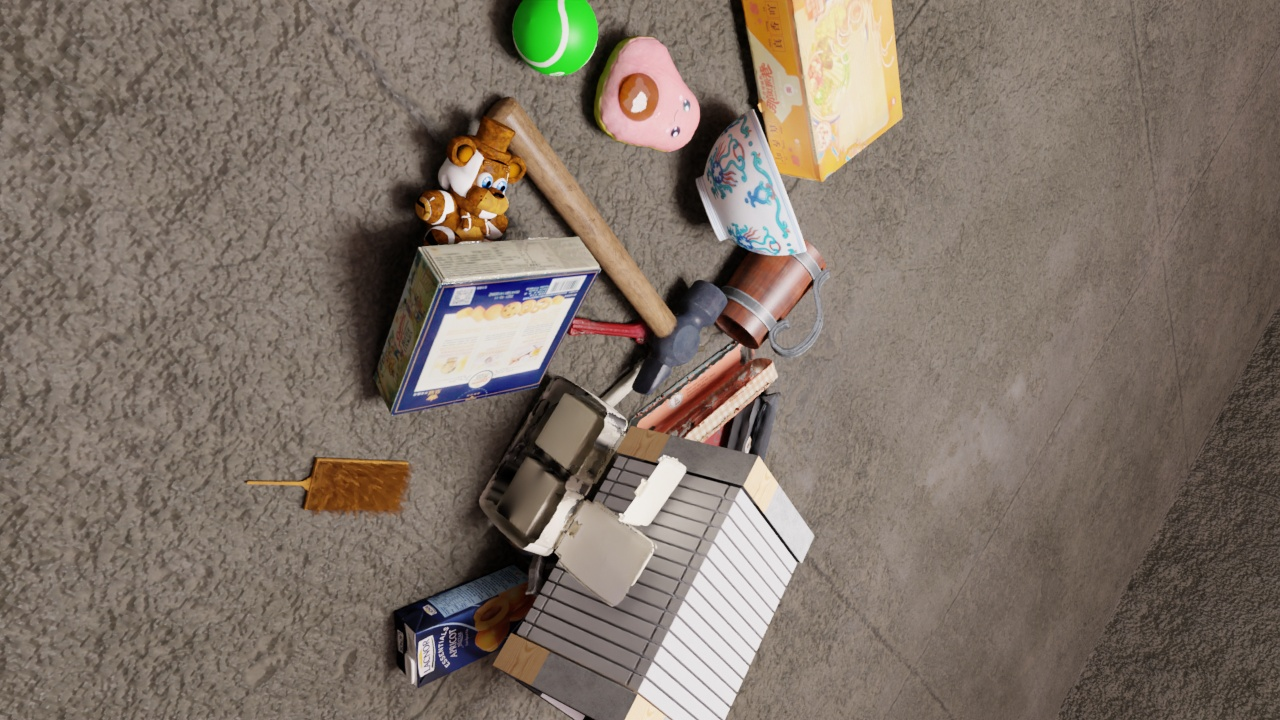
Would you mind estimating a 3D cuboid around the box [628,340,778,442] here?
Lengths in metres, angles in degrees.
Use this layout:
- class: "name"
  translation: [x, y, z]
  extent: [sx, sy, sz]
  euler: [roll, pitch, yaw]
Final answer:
- class: "box"
  translation: [0.071, 0.041, 0.977]
  extent: [0.186, 0.057, 0.067]
  euler: [-37, 98, -29]

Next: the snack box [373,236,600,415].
- class: "snack box"
  translation: [-0.121, -0.028, 0.718]
  extent: [0.144, 0.042, 0.145]
  euler: [-11, 145, -41]

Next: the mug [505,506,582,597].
- class: "mug"
  translation: [-0.072, 0.189, 0.864]
  extent: [0.115, 0.080, 0.107]
  euler: [-84, 152, -42]

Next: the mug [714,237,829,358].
- class: "mug"
  translation: [0.144, -0.066, 0.957]
  extent: [0.111, 0.117, 0.081]
  euler: [-52, 154, -10]

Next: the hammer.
- class: "hammer"
  translation: [-0.034, -0.102, 0.814]
  extent: [0.129, 0.040, 0.322]
  euler: [-54, 132, -17]

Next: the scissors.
- class: "scissors"
  translation: [-0.009, -0.001, 0.906]
  extent: [0.198, 0.015, 0.179]
  euler: [30, 85, -47]

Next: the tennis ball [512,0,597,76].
- class: "tennis ball"
  translation: [-0.065, -0.252, 0.704]
  extent: [0.065, 0.065, 0.065]
  euler: [-20, 120, -38]

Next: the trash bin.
- class: "trash bin"
  translation: [0.020, 0.209, 0.816]
  extent: [0.246, 0.143, 0.142]
  euler: [-59, 136, -23]

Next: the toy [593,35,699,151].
- class: "toy"
  translation: [0.009, -0.226, 0.799]
  extent: [0.109, 0.051, 0.090]
  euler: [17, 96, -48]

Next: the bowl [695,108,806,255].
- class: "bowl"
  translation: [0.099, -0.159, 0.883]
  extent: [0.074, 0.143, 0.144]
  euler: [-21, 132, 11]

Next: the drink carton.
- class: "drink carton"
  translation: [-0.160, 0.241, 0.845]
  extent: [0.129, 0.040, 0.064]
  euler: [-15, 117, -39]

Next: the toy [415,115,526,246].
- class: "toy"
  translation: [-0.127, -0.126, 0.700]
  extent: [0.087, 0.067, 0.113]
  euler: [7, 115, -55]

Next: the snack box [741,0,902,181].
- class: "snack box"
  translation: [0.178, -0.300, 0.910]
  extent: [0.144, 0.081, 0.195]
  euler: [-39, 131, -26]

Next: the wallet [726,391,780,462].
- class: "wallet"
  translation: [0.122, 0.090, 1.050]
  extent: [0.089, 0.026, 0.115]
  euler: [-6, 112, -63]

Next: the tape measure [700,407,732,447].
- class: "tape measure"
  translation: [0.079, 0.081, 1.025]
  extent: [0.051, 0.019, 0.059]
  euler: [-6, 111, -47]

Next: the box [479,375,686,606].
- class: "box"
  translation: [-0.045, 0.112, 0.794]
  extent: [0.080, 0.180, 0.143]
  euler: [31, 92, -42]

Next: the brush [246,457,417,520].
- class: "brush"
  translation: [-0.239, 0.100, 0.722]
  extent: [0.126, 0.017, 0.048]
  euler: [9, 101, -46]
